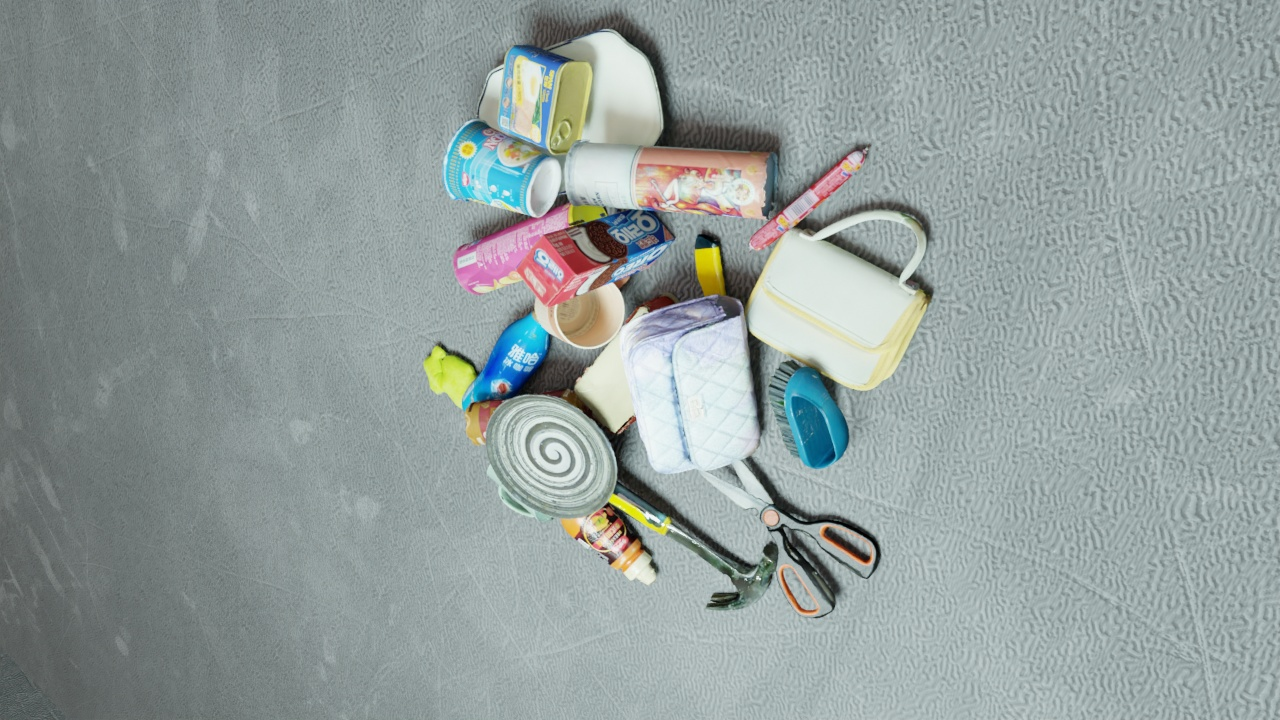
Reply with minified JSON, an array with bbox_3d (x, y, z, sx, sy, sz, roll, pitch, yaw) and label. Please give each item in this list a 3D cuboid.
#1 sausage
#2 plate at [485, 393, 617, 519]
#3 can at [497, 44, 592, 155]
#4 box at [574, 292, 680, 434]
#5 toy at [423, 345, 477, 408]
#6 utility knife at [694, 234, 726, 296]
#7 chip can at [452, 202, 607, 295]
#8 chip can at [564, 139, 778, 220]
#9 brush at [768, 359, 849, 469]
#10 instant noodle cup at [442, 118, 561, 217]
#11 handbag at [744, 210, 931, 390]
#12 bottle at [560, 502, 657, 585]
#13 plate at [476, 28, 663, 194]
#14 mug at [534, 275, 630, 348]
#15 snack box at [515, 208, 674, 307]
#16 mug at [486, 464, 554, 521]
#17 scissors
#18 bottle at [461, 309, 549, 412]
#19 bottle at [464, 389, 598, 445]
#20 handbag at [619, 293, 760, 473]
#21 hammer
[{"bbox_3d":[0.167,-0.158,0.914,0.156,0.020,0.020,-40,82,20],"label":"sausage"},{"bbox_3d":[-0.109,0.117,1.135,0.179,0.024,0.180,9,118,18],"label":"plate"},{"bbox_3d":[-0.107,-0.290,1.012,0.083,0.057,0.102,28,120,27],"label":"can"},{"bbox_3d":[-0.006,0.007,1.083,0.091,0.076,0.169,48,126,10],"label":"box"},{"bbox_3d":[-0.267,0.024,1.299,0.100,0.031,0.097,-7,101,37],"label":"toy"},{"bbox_3d":[0.085,-0.061,1.033,0.033,0.015,0.168,2,109,40],"label":"utility knife"},{"bbox_3d":[-0.136,-0.137,1.124,0.211,0.071,0.071,-13,99,38],"label":"chip can"},{"bbox_3d":[0.033,-0.189,0.959,0.215,0.071,0.071,7,111,18],"label":"chip can"},{"bbox_3d":[0.180,0.063,0.953,0.073,0.055,0.144,27,152,40],"label":"brush"},{"bbox_3d":[-0.154,-0.214,1.054,0.110,0.099,0.099,22,119,17],"label":"instant noodle cup"},{"bbox_3d":[0.204,-0.075,0.922,0.163,0.063,0.179,31,119,20],"label":"handbag"},{"bbox_3d":[-0.036,0.237,1.202,0.149,0.066,0.067,44,126,5],"label":"bottle"},{"bbox_3d":[-0.080,-0.278,1.055,0.266,0.034,0.162,-6,103,36],"label":"plate"},{"bbox_3d":[-0.064,-0.071,1.078,0.081,0.114,0.106,48,170,-19],"label":"mug"},{"bbox_3d":[-0.043,-0.116,0.981,0.058,0.206,0.057,50,125,7],"label":"snack box"},{"bbox_3d":[-0.145,0.165,1.230,0.106,0.082,0.112,40,121,9],"label":"mug"},{"bbox_3d":[0.173,0.185,1.048,0.198,0.021,0.227,-16,90,23],"label":"scissors"},{"bbox_3d":[-0.164,-0.001,1.198,0.065,0.065,0.219,46,126,12],"label":"bottle"},{"bbox_3d":[-0.134,0.070,1.174,0.175,0.057,0.057,-8,103,10],"label":"bottle"},{"bbox_3d":[0.058,0.033,0.994,0.075,0.134,0.194,-114,9,-53],"label":"handbag"},{"bbox_3d":[0.015,0.200,1.146,0.323,0.031,0.126,32,124,13],"label":"hammer"}]
